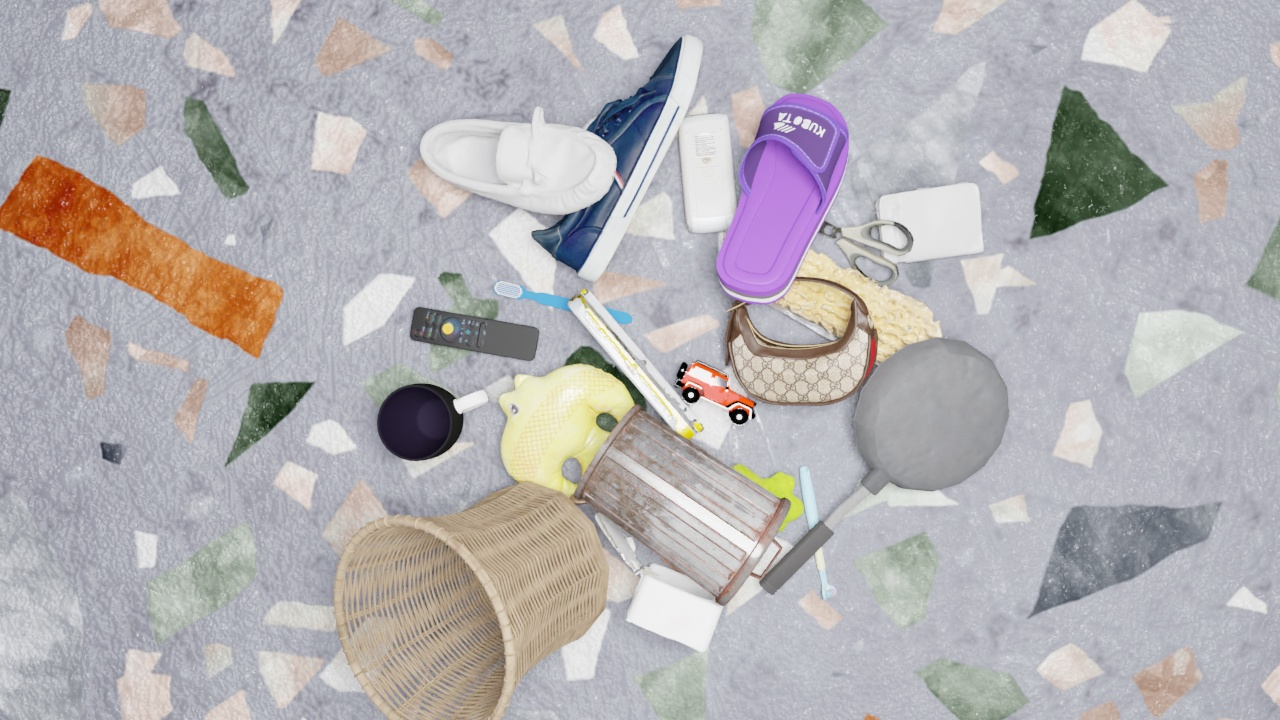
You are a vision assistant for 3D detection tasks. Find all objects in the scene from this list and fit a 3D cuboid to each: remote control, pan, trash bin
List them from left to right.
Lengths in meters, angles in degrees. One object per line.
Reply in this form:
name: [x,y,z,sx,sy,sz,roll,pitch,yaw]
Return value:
remote control: [-0.194,-0.031,1.073,0.152,0.020,0.041,10,90,4]
trash bin: [0.050,0.155,0.972,0.211,0.131,0.131,34,91,8]
remote control: [0.078,-0.217,1.060,0.060,0.025,0.138,-5,87,2]
pan: [0.264,0.130,1.012,0.178,0.041,0.357,42,95,-20]

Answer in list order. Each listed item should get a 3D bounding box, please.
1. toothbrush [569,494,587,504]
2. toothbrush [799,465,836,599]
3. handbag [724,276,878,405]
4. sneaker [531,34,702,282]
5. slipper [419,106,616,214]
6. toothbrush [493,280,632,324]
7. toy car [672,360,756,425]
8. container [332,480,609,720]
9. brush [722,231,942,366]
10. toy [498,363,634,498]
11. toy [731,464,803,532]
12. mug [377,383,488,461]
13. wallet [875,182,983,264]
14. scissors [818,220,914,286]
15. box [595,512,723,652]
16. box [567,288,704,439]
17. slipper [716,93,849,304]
toothbrush: [0.002,0.151,1.054,0.167,0.016,0.016,-6,68,-6]
toothbrush: [0.202,0.197,1.053,0.022,0.016,0.155,-11,89,-34]
handbag: [0.171,-0.023,1.002,0.167,0.063,0.138,-1,104,26]
sneaker: [-0.035,-0.244,1.028,0.127,0.120,0.294,29,93,-10]
slipper: [-0.136,-0.221,1.001,0.247,0.074,0.112,14,105,28]
toothbrush: [-0.091,-0.067,1.071,0.166,0.014,0.016,14,90,2]
toy car: [0.087,0.036,1.042,0.100,0.051,0.049,24,92,3]
container: [-0.162,0.241,0.946,0.227,0.195,0.227,6,102,30]
brush: [0.213,-0.072,1.036,0.271,0.056,0.083,30,91,2]
toy: [-0.091,0.078,1.047,0.155,0.064,0.170,39,94,-13]
toy: [0.134,0.157,1.048,0.093,0.036,0.094,-23,95,-3]
mug: [-0.225,0.061,1.032,0.119,0.100,0.085,-23,88,2]
wallet: [0.328,-0.156,1.047,0.116,0.032,0.086,-4,99,3]
scissors: [0.231,-0.151,1.041,0.132,0.012,0.169,-35,97,38]
box: [0.009,0.247,1.018,0.190,0.110,0.083,38,89,6]
box: [-0.007,0.007,1.036,0.033,0.064,0.209,-39,91,-2]
slipper: [0.152,-0.194,0.977,0.107,0.084,0.266,16,69,18]
